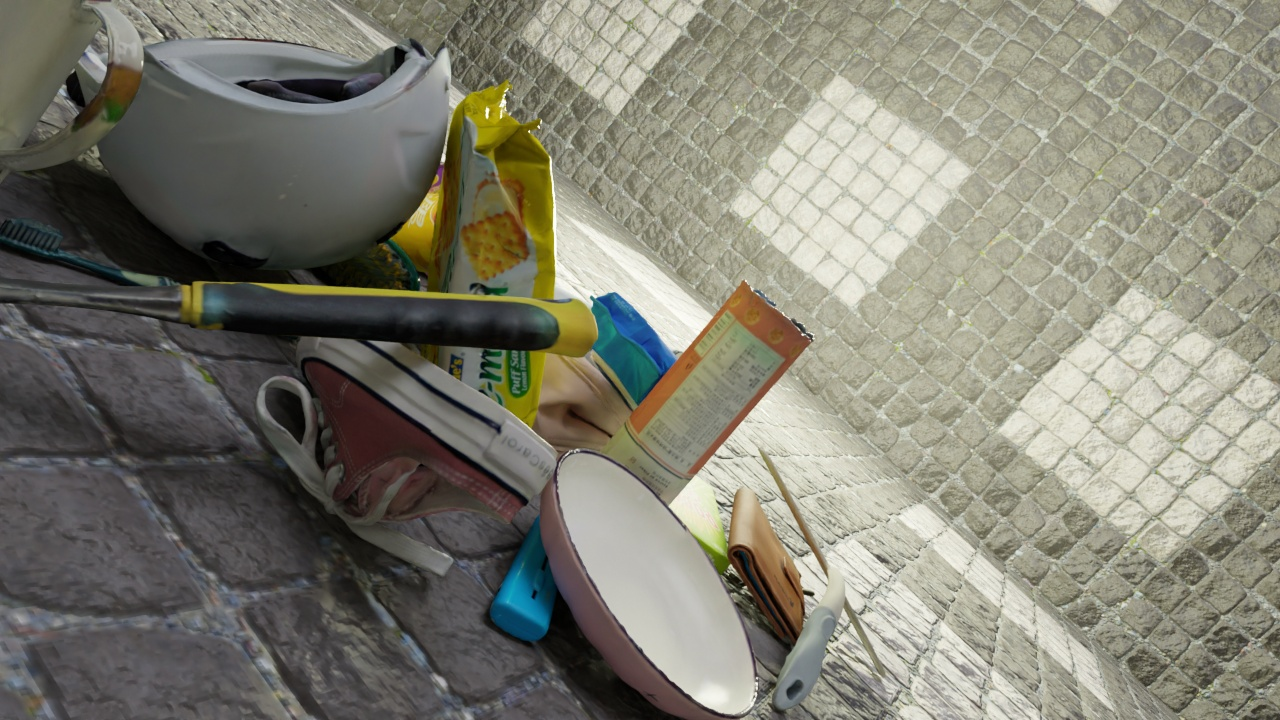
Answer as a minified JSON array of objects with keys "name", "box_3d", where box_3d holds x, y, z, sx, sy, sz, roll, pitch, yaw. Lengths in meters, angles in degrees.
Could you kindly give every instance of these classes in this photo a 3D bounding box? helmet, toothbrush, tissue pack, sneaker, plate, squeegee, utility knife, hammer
[{"name":"helmet","box_3d":[-0.245,-0.141,0.621,0.228,0.146,0.259,-15,27,-36]},{"name":"toothbrush","box_3d":[-0.272,-0.043,0.537,0.016,0.018,0.191,47,13,35]},{"name":"tissue pack","box_3d":[-0.005,0.005,0.781,0.095,0.052,0.157,48,-6,18]},{"name":"sneaker","box_3d":[-0.136,0.041,0.476,0.241,0.087,0.118,19,-22,51]},{"name":"plate","box_3d":[0.000,0.143,0.574,0.192,0.039,0.192,47,15,-17]},{"name":"squeegee","box_3d":[0.145,0.208,0.748,0.246,0.039,0.246,62,22,-2]},{"name":"utility knife","box_3d":[-0.062,0.124,0.562,0.034,0.018,0.165,38,10,-5]},{"name":"hammer","box_3d":[-0.175,-0.026,0.398,0.322,0.032,0.126,3,18,-26]}]

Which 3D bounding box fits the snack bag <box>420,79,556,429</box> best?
[{"name":"snack bag","box_3d":[-0.101,-0.052,0.609,0.068,0.247,0.158,4,24,-18]}]

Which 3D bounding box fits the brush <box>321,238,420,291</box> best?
[{"name":"brush","box_3d":[-0.239,-0.093,0.758,0.144,0.055,0.073,40,0,6]}]

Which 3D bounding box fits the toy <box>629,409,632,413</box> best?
[{"name":"toy","box_3d":[0.008,0.027,1.032,0.178,0.075,0.194,6,36,-48]}]

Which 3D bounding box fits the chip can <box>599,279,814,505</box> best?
[{"name":"chip can","box_3d":[0.035,0.042,0.689,0.071,0.215,0.071,38,11,-9]}]

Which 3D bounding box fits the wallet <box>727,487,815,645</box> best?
[{"name":"wallet","box_3d":[0.114,0.186,0.815,0.119,0.035,0.130,55,14,-7]}]

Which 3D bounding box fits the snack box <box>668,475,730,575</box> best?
[{"name":"snack box","box_3d":[0.035,0.132,0.834,0.086,0.026,0.156,37,11,-11]}]

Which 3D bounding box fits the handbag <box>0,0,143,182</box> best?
[{"name":"handbag","box_3d":[-0.313,-0.155,0.468,0.178,0.163,0.063,46,11,22]}]

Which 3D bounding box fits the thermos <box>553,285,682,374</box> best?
[{"name":"thermos","box_3d":[-0.066,-0.030,0.957,0.224,0.073,0.073,29,7,18]}]

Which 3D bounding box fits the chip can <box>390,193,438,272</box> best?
[{"name":"chip can","box_3d":[-0.170,-0.108,0.776,0.072,0.072,0.214,31,-11,-39]}]

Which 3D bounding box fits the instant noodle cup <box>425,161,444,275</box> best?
[{"name":"instant noodle cup","box_3d":[-0.197,-0.136,0.963,0.111,0.112,0.099,30,24,-42]}]

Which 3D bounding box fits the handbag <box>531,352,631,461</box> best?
[{"name":"handbag","box_3d":[-0.070,0.023,0.827,0.193,0.093,0.234,47,5,38]}]
